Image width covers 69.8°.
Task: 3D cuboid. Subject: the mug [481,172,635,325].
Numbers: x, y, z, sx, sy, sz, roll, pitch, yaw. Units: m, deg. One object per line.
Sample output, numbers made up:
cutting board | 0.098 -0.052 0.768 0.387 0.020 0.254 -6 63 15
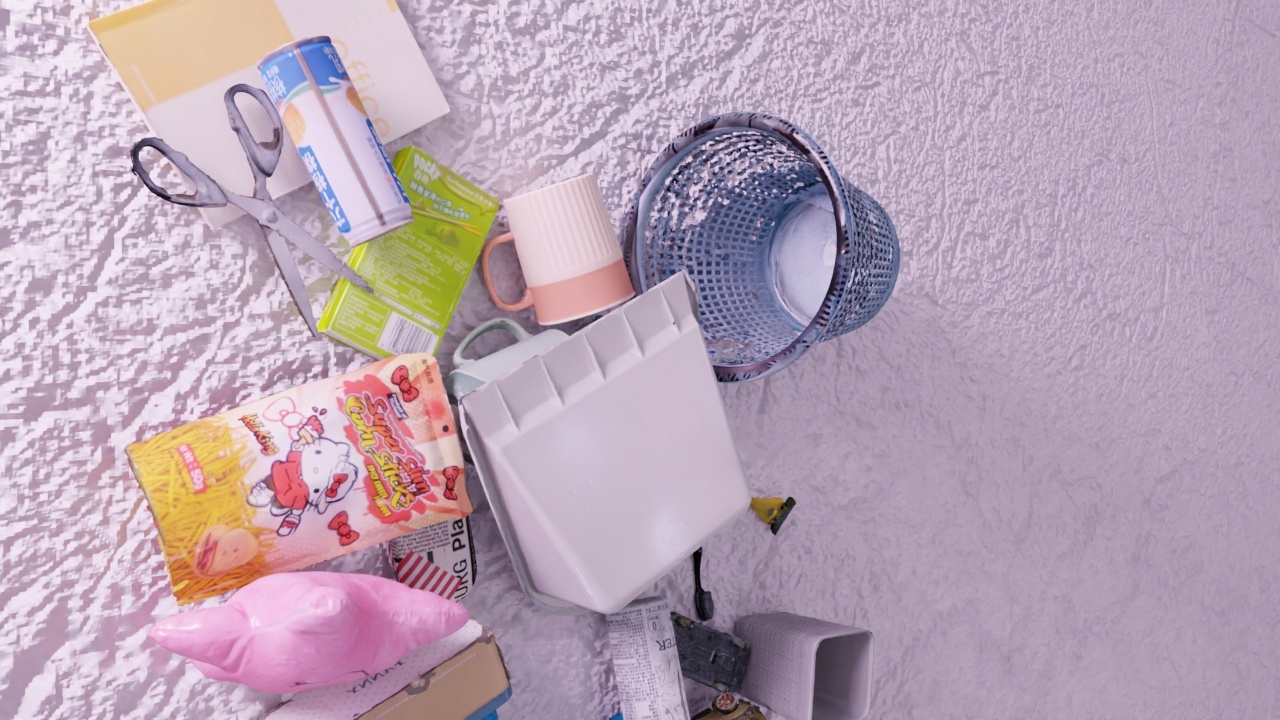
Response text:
mug | -0.074 -0.087 0.752 0.114 0.081 0.106 -19 102 -7

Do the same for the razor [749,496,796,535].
razor | 0.101 0.144 0.921 0.132 0.028 0.043 18 110 -40

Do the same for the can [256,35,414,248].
can | -0.207 -0.148 0.630 0.053 0.053 0.134 -32 104 -34

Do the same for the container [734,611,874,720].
container | 0.158 0.303 0.914 0.090 0.114 0.090 7 87 -38

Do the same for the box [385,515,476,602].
box | -0.168 0.111 0.702 0.070 0.056 0.164 -16 101 -50

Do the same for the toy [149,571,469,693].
toy | -0.217 0.179 0.603 0.194 0.179 0.074 40 39 -65

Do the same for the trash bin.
trash bin | 0.130 -0.095 0.840 0.194 0.227 0.226 -2 92 -51

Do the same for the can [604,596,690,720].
can | 0.009 0.286 0.809 0.058 0.058 0.146 -2 76 -39

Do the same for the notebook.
notebook | -0.248 -0.202 0.647 0.205 0.010 0.146 -38 113 -31

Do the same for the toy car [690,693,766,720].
toy car | 0.049 0.372 0.858 0.158 0.042 0.070 -23 117 -18

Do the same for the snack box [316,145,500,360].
snack box | -0.174 -0.074 0.698 0.085 0.026 0.156 30 73 -35

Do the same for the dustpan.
dustpan | -0.028 0.094 0.759 0.222 0.143 0.258 -32 104 -29

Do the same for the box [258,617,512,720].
box | -0.187 0.253 0.656 0.183 0.090 0.060 -28 108 -32

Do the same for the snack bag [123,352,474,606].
snack bag | -0.221 0.076 0.622 0.207 0.073 0.128 -17 90 -31

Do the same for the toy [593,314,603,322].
toy | -0.005 0.005 0.833 0.091 0.030 0.096 -6 98 -36

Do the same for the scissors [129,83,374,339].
scissors | -0.256 -0.102 0.618 0.159 0.014 0.178 3 85 -35

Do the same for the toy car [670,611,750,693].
toy car | 0.055 0.280 0.882 0.120 0.037 0.054 30 76 -30

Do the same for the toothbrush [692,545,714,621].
toothbrush | 0.054 0.163 0.892 0.014 0.017 0.189 -11 96 -37

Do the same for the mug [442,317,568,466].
mug | -0.105 0.020 0.726 0.106 0.082 0.111 -25 78 -32

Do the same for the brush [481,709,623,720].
brush | -0.115 0.321 0.741 0.313 0.061 0.109 -20 108 -39
